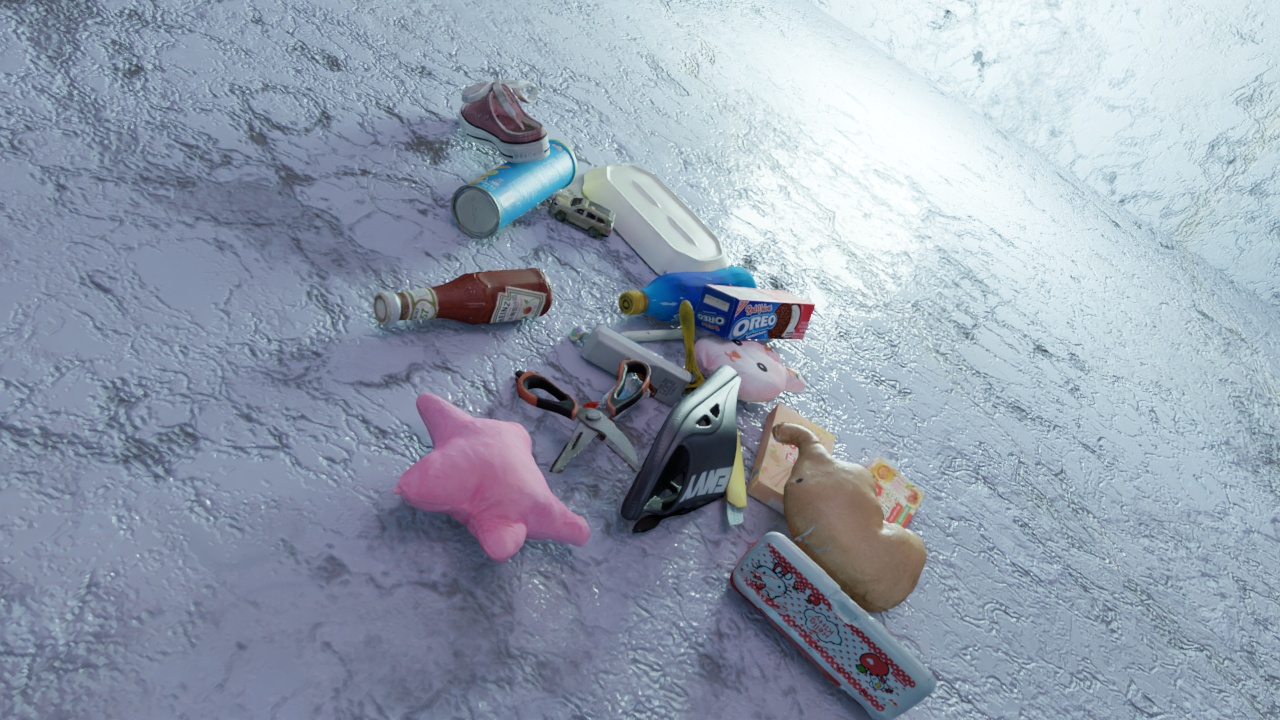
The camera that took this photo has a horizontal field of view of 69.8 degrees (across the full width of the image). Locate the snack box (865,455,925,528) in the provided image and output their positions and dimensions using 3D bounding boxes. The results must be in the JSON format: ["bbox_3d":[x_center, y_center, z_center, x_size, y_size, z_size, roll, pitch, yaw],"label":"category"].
[{"bbox_3d":[0.279,0.175,1.086,0.075,0.026,0.152,42,37,12],"label":"snack box"}]

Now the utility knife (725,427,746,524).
[{"bbox_3d":[0.103,0.120,1.021,0.031,0.019,0.178,21,28,-12],"label":"utility knife"}]

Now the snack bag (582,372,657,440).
[{"bbox_3d":[-0.022,0.042,0.998,0.045,0.026,0.105,51,50,-1],"label":"snack bag"}]

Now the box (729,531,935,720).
[{"bbox_3d":[0.189,0.241,0.883,0.201,0.100,0.094,42,37,11],"label":"box"}]

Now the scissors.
[{"bbox_3d":[-0.046,0.049,0.928,0.188,0.015,0.225,-19,36,-33],"label":"scissors"}]

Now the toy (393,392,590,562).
[{"bbox_3d":[-0.146,0.100,0.817,0.178,0.075,0.194,5,39,-49],"label":"toy"}]

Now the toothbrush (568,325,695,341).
[{"bbox_3d":[-0.004,-0.033,1.125,0.189,0.029,0.020,-2,90,-39],"label":"toothbrush"}]

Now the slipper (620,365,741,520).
[{"bbox_3d":[0.068,0.087,0.955,0.083,0.111,0.267,29,30,12],"label":"slipper"}]

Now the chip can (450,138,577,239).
[{"bbox_3d":[-0.160,-0.226,1.191,0.071,0.071,0.209,35,37,4],"label":"chip can"}]

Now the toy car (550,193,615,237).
[{"bbox_3d":[-0.078,-0.201,1.253,0.090,0.035,0.042,23,36,-9],"label":"toy car"}]

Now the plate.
[{"bbox_3d":[0.027,-0.207,1.335,0.161,0.034,0.265,-16,57,-45],"label":"plate"}]

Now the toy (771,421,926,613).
[{"bbox_3d":[0.209,0.160,0.975,0.143,0.083,0.226,-24,74,-50],"label":"toy"}]

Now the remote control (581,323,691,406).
[{"bbox_3d":[-0.006,0.006,1.053,0.125,0.049,0.024,28,39,-5],"label":"remote control"}]

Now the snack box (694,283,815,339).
[{"bbox_3d":[0.151,-0.062,1.198,0.058,0.057,0.207,28,18,34],"label":"snack box"}]

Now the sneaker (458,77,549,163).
[{"bbox_3d":[-0.185,-0.333,1.223,0.118,0.088,0.241,-15,31,-20],"label":"sneaker"}]

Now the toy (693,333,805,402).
[{"bbox_3d":[0.139,0.009,1.156,0.159,0.054,0.121,0,38,-45],"label":"toy"}]

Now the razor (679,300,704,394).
[{"bbox_3d":[0.058,-0.019,1.105,0.043,0.028,0.132,-4,62,4],"label":"razor"}]

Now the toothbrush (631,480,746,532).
[{"bbox_3d":[0.055,0.152,0.963,0.188,0.017,0.014,-12,62,-48],"label":"toothbrush"}]

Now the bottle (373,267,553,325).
[{"bbox_3d":[-0.189,-0.066,0.996,0.205,0.060,0.059,-11,54,-43],"label":"bottle"}]

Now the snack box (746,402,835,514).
[{"bbox_3d":[0.179,0.120,1.075,0.084,0.026,0.156,31,37,-3],"label":"snack box"}]

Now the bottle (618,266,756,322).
[{"bbox_3d":[0.061,-0.085,1.192,0.218,0.065,0.065,-10,53,-43],"label":"bottle"}]
